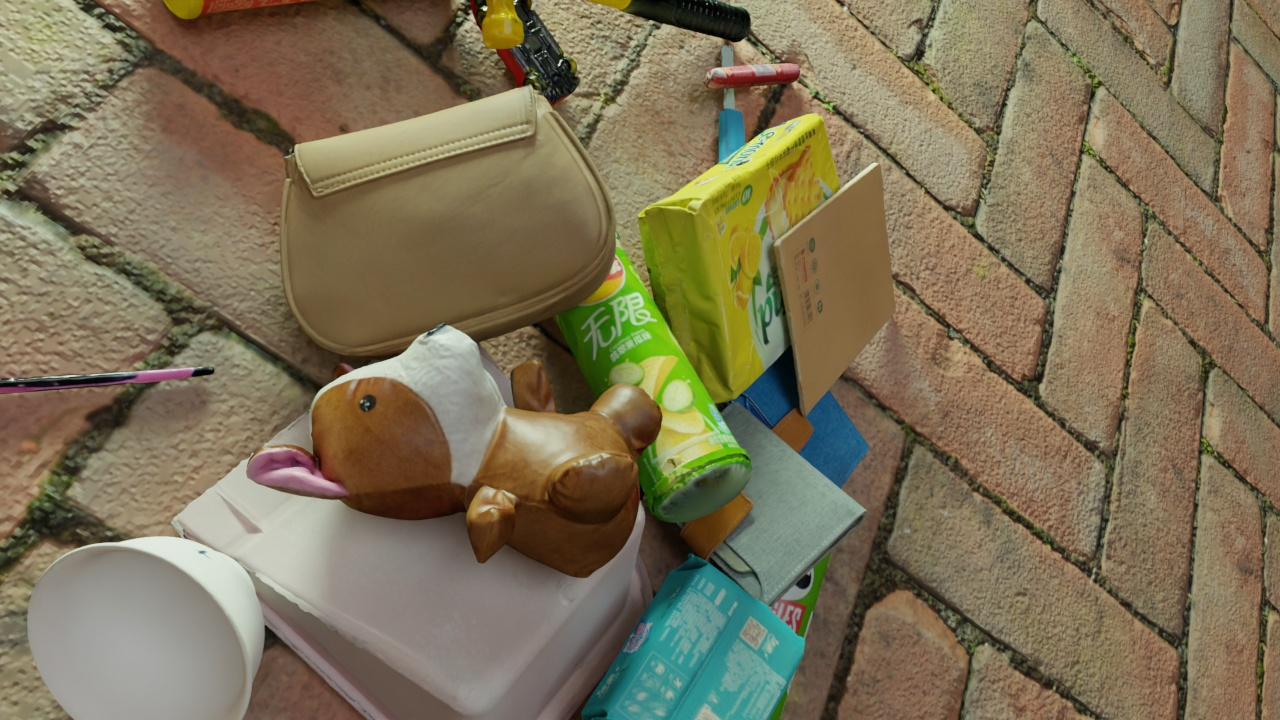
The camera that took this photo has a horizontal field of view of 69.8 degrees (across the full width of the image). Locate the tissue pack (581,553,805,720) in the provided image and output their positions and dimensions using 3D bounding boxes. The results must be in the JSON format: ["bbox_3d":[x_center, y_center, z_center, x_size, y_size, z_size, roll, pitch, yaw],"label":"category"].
[{"bbox_3d":[0.035,0.195,0.567,0.093,0.050,0.133,41,63,-5],"label":"tissue pack"}]

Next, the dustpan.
[{"bbox_3d":[-0.115,0.137,0.589,0.273,0.139,0.221,36,55,17],"label":"dustpan"}]

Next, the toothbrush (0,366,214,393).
[{"bbox_3d":[-0.332,0.011,0.494,0.188,0.014,0.017,-6,65,-34],"label":"toothbrush"}]

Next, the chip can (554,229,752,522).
[{"bbox_3d":[-0.004,0.004,0.619,0.072,0.073,0.221,-9,56,-34],"label":"chip can"}]

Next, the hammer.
[{"bbox_3d":[-0.012,-0.302,0.752,0.300,0.033,0.129,-6,93,-45],"label":"hammer"}]

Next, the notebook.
[{"bbox_3d":[0.170,-0.066,0.773,0.207,0.008,0.148,-40,125,-46],"label":"notebook"}]

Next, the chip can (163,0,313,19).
[{"bbox_3d":[-0.217,-0.285,0.631,0.216,0.073,0.073,-24,87,-35],"label":"chip can"}]

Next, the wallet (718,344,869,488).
[{"bbox_3d":[0.125,0.050,0.751,0.133,0.040,0.106,52,51,-4],"label":"wallet"}]

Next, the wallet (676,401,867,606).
[{"bbox_3d":[0.076,0.099,0.651,0.106,0.037,0.130,-38,58,-16],"label":"wallet"}]

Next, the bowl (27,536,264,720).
[{"bbox_3d":[-0.237,0.134,0.470,0.118,0.118,0.064,52,18,-6],"label":"bowl"}]

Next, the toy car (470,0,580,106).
[{"bbox_3d":[-0.093,-0.249,0.719,0.049,0.031,0.106,-43,104,-36],"label":"toy car"}]

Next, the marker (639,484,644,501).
[{"bbox_3d":[0.011,0.058,0.677,0.018,0.023,0.130,12,48,13],"label":"marker"}]

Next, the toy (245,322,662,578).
[{"bbox_3d":[-0.094,0.044,0.503,0.200,0.140,0.131,9,109,7],"label":"toy"}]

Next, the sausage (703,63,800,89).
[{"bbox_3d":[0.104,-0.262,0.842,0.155,0.020,0.020,-22,86,-46],"label":"sausage"}]

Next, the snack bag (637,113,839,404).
[{"bbox_3d":[0.087,-0.088,0.720,0.245,0.068,0.158,-39,125,-43],"label":"snack bag"}]

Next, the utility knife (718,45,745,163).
[{"bbox_3d":[0.082,-0.193,0.818,0.034,0.018,0.218,18,64,-40],"label":"utility knife"}]

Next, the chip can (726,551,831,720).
[{"bbox_3d":[0.076,0.209,0.643,0.072,0.072,0.235,35,59,-17],"label":"chip can"}]

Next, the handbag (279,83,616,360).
[{"bbox_3d":[-0.121,-0.082,0.582,0.204,0.100,0.147,-16,86,-4],"label":"handbag"}]
